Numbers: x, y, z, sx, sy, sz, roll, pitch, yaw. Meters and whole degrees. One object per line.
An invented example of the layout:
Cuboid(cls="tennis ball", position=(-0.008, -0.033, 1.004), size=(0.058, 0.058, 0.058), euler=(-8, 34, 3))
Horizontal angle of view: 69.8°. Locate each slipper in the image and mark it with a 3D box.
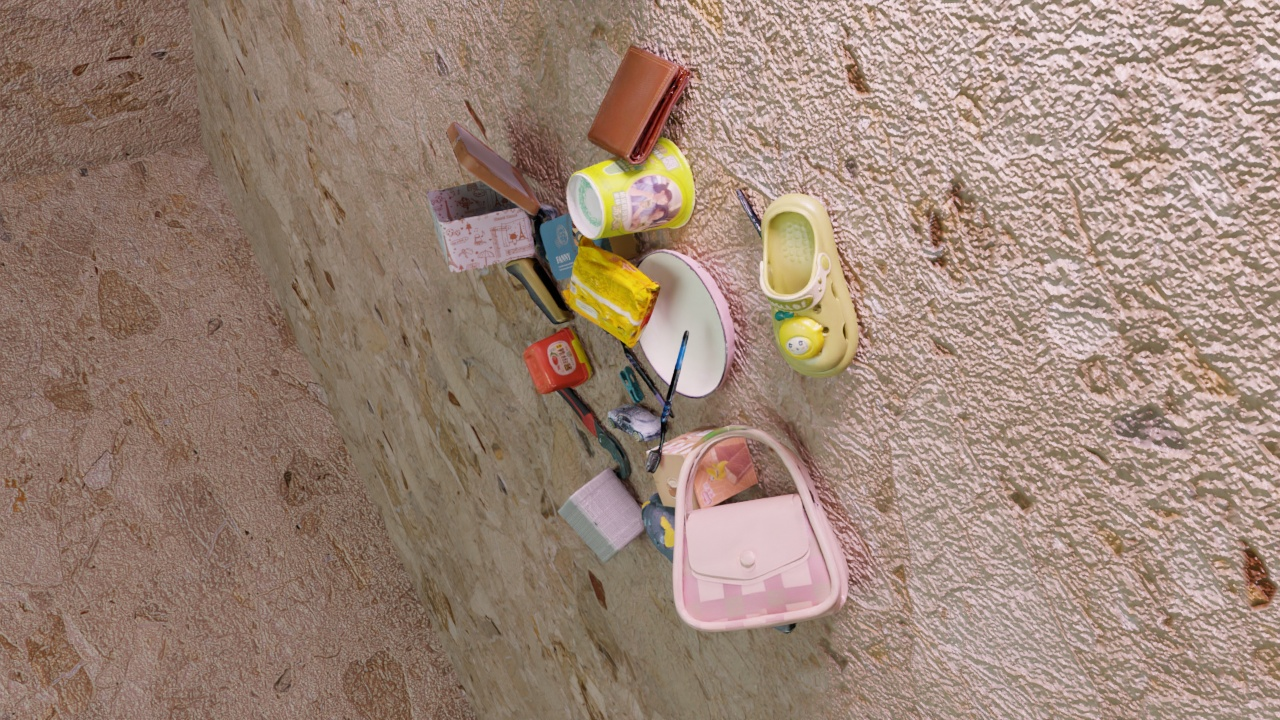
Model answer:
Cuboid(cls="slipper", position=(0.155, -0.070, 0.920), size=(0.092, 0.081, 0.190), euler=(-4, 101, 41))

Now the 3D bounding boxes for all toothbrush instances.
Cuboid(cls="toothbrush", position=(0.033, 0.053, 1.128), size=(0.014, 0.016, 0.190), euler=(35, 116, 55))
Cuboid(cls="toothbrush", position=(0.145, -0.107, 0.986), size=(0.018, 0.015, 0.181), euler=(-33, 78, 30))
Cuboid(cls="toothbrush", position=(-0.008, 0.008, 1.307), size=(0.189, 0.016, 0.014), euler=(55, 147, 19))

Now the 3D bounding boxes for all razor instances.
Cuboid(cls="razor", position=(-0.160, -0.126, 1.439), size=(0.068, 0.062, 0.167), euler=(-40, 77, 26))

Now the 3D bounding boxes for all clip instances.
Cuboid(cls="clip", position=(-0.013, 0.036, 1.335), size=(0.056, 0.014, 0.040), euler=(65, 150, 9))

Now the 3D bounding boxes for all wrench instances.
Cuboid(cls="wrench", position=(-0.096, 0.085, 1.497), size=(0.273, 0.016, 0.056), euler=(50, 145, 28))

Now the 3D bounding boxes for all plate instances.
Cuboid(cls="plate", position=(0.057, -0.048, 1.143), size=(0.192, 0.039, 0.193), euler=(36, 137, 43))

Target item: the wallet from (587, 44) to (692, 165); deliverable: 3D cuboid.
Cuboid(cls="wallet", position=(-0.006, -0.291, 1.045), size=(0.101, 0.032, 0.125), euler=(41, 107, 44))

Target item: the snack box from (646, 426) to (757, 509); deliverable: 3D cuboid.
Cuboid(cls="snack box", position=(0.078, 0.136, 1.172), size=(0.093, 0.094, 0.077), euler=(-6, 103, 59))

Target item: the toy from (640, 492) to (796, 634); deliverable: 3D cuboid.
Cuboid(cls="toy", position=(0.077, 0.242, 1.224), size=(0.138, 0.091, 0.356), euler=(51, 168, -34))

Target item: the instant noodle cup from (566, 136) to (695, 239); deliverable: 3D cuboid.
Cuboid(cls="instant noodle cup", position=(-0.017, -0.197, 1.085), size=(0.112, 0.123, 0.112), euler=(36, 137, 43))

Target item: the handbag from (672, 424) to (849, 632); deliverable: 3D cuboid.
Cuboid(cls="handbag", position=(0.126, 0.191, 1.068), size=(0.194, 0.093, 0.234), euler=(-13, 84, 18))

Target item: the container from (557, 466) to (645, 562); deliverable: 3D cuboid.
Cuboid(cls="container", position=(-0.055, 0.246, 1.451), size=(0.114, 0.090, 0.090), euler=(50, 148, 8))

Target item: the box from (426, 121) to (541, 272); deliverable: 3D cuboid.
Cuboid(cls="box", position=(-0.232, -0.249, 1.327), size=(0.182, 0.152, 0.178), euler=(-126, 23, -58))

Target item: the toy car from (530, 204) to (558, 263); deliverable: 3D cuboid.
Cuboid(cls="toy car", position=(-0.140, -0.190, 1.374), size=(0.043, 0.034, 0.091), euler=(31, 134, 43))

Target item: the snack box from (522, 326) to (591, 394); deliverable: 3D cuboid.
Cuboid(cls="snack box", position=(-0.133, 0.004, 1.441), size=(0.082, 0.080, 0.091), euler=(-32, 81, 60))

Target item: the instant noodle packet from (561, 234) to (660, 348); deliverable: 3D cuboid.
Cuboid(cls="instant noodle packet", position=(-0.039, -0.088, 1.166), size=(0.128, 0.044, 0.111), euler=(37, 134, 17))

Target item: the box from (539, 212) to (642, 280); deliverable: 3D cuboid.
Cuboid(cls="box", position=(-0.073, -0.165, 1.258), size=(0.185, 0.061, 0.090), euler=(-10, 100, 58))

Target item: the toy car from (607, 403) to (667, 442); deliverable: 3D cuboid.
Cuboid(cls="toy car", position=(-0.005, 0.087, 1.319), size=(0.106, 0.048, 0.031), euler=(23, 130, 49))
